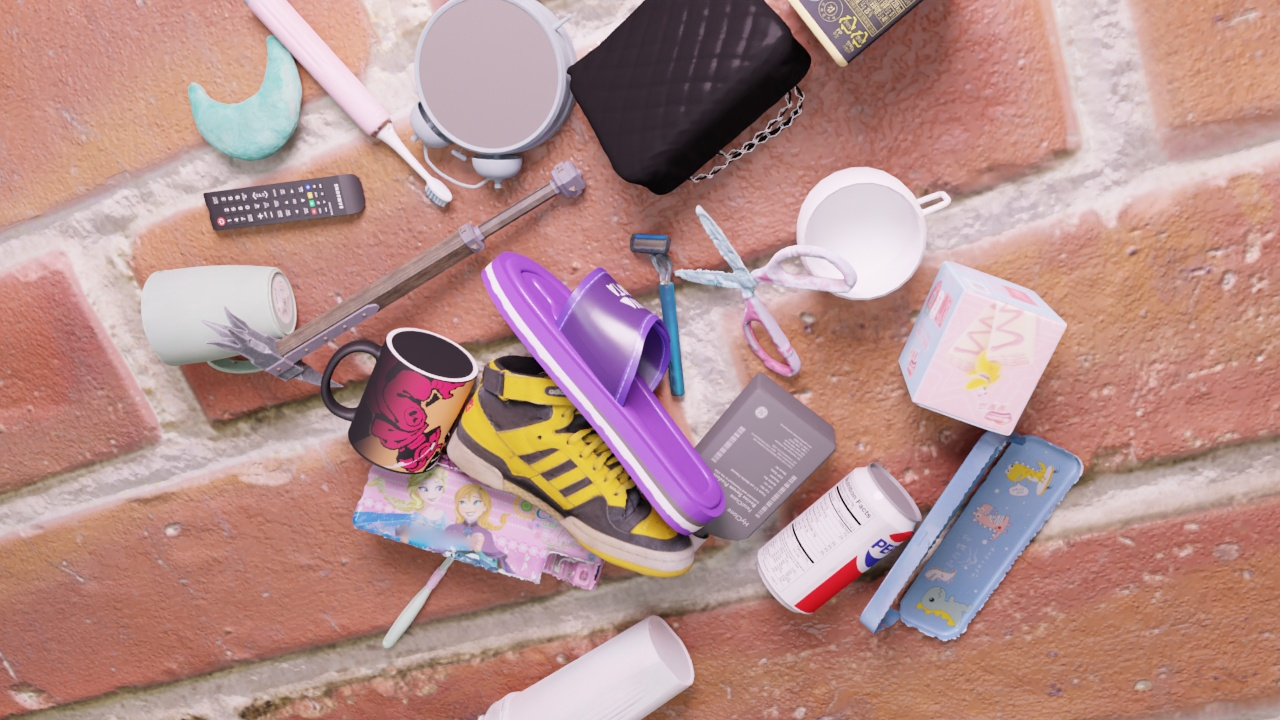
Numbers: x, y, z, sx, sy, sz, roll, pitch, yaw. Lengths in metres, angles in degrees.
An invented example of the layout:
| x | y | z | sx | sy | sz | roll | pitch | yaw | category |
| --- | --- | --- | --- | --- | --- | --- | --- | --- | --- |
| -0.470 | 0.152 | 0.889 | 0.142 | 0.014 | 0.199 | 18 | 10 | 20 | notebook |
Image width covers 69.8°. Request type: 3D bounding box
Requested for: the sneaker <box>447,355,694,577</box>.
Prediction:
| x | y | z | sx | sy | sz | roll | pitch | yaw | category |
| --- | --- | --- | --- | --- | --- | --- | --- | --- | --- |
| -0.045 | 0.076 | 0.767 | 0.238 | 0.085 | 0.122 | 26 | 113 | 14 | sneaker |

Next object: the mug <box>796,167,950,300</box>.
| x | y | z | sx | sy | sz | roll | pitch | yaw | category |
| --- | --- | --- | --- | --- | --- | --- | --- | --- | --- |
| 0.175 | -0.101 | 0.692 | 0.116 | 0.068 | 0.094 | -22 | 104 | 16 | mug |

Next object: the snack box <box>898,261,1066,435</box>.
| x | y | z | sx | sy | sz | roll | pitch | yaw | category |
| --- | --- | --- | --- | --- | --- | --- | --- | --- | --- |
| 0.255 | -0.011 | 0.697 | 0.079 | 0.092 | 0.095 | 20 | 110 | 2 | snack box |

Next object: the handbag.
| x | y | z | sx | sy | sz | roll | pitch | yaw | category |
| --- | --- | --- | --- | --- | --- | --- | --- | --- | --- |
| 0.037 | -0.212 | 0.681 | 0.154 | 0.114 | 0.125 | -39 | 75 | 22 | handbag |

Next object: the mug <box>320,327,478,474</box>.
| x | y | z | sx | sy | sz | roll | pitch | yaw | category |
| --- | --- | --- | --- | --- | --- | --- | --- | --- | --- |
| -0.213 | 0.029 | 0.787 | 0.118 | 0.081 | 0.098 | 21 | 112 | -18 | mug |

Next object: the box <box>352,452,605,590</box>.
| x | y | z | sx | sy | sz | roll | pitch | yaw | category |
| --- | --- | --- | --- | --- | --- | --- | --- | --- | --- |
| -0.142 | 0.145 | 0.828 | 0.230 | 0.070 | 0.085 | 16 | 111 | 4 | box |

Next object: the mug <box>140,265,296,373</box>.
| x | y | z | sx | sy | sz | roll | pitch | yaw | category |
| --- | --- | --- | --- | --- | --- | --- | --- | --- | --- |
| -0.358 | -0.032 | 0.804 | 0.104 | 0.084 | 0.111 | -8 | 136 | -1 | mug |

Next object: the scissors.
| x | y | z | sx | sy | sz | roll | pitch | yaw | category |
| --- | --- | --- | --- | --- | --- | --- | --- | --- | --- |
| 0.099 | -0.053 | 0.707 | 0.177 | 0.013 | 0.170 | -2 | 129 | 51 | scissors |

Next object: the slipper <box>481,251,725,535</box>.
| x | y | z | sx | sy | sz | roll | pitch | yaw | category |
| --- | --- | --- | --- | --- | --- | --- | --- | --- | --- |
| -0.005 | 0.004 | 0.724 | 0.084 | 0.107 | 0.266 | -38 | 86 | 19 | slipper |

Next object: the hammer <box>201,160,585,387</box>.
| x | y | z | sx | sy | sz | roll | pitch | yaw | category |
| --- | --- | --- | --- | --- | --- | --- | --- | --- | --- |
| -0.182 | -0.072 | 0.760 | 0.317 | 0.147 | 0.028 | -29 | 60 | 9 | hammer |

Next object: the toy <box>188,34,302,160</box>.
| x | y | z | sx | sy | sz | roll | pitch | yaw | category |
| --- | --- | --- | --- | --- | --- | --- | --- | --- | --- |
| -0.320 | -0.209 | 0.757 | 0.105 | 0.033 | 0.085 | -24 | 90 | 14 | toy |

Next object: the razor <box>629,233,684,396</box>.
| x | y | z | sx | sy | sz | roll | pitch | yaw | category |
| --- | --- | --- | --- | --- | --- | --- | --- | --- | --- |
| 0.022 | -0.037 | 0.766 | 0.042 | 0.022 | 0.144 | 12 | 121 | 45 | razor |

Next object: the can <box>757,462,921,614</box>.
| x | y | z | sx | sy | sz | roll | pitch | yaw | category |
| --- | --- | --- | --- | --- | --- | --- | --- | --- | --- |
| 0.167 | 0.152 | 0.780 | 0.070 | 0.070 | 0.132 | 43 | 110 | -7 | can |

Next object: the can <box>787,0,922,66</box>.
| x | y | z | sx | sy | sz | roll | pitch | yaw | category |
| --- | --- | --- | --- | --- | --- | --- | --- | --- | --- |
| 0.154 | -0.256 | 0.610 | 0.101 | 0.130 | 0.072 | -38 | 99 | 21 | can |

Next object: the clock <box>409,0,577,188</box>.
| x | y | z | sx | sy | sz | roll | pitch | yaw | category |
| --- | --- | --- | --- | --- | --- | --- | --- | --- | --- |
| -0.118 | -0.211 | 0.715 | 0.122 | 0.045 | 0.159 | 30 | 110 | -1 | clock |

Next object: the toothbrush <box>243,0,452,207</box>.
| x | y | z | sx | sy | sz | roll | pitch | yaw | category |
| --- | --- | --- | --- | --- | --- | --- | --- | --- | --- |
| -0.232 | -0.211 | 0.742 | 0.222 | 0.027 | 0.027 | 48 | 143 | -8 | toothbrush |

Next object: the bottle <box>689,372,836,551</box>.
| x | y | z | sx | sy | sz | roll | pitch | yaw | category |
| --- | --- | --- | --- | --- | --- | --- | --- | --- | --- |
| 0.080 | 0.103 | 0.790 | 0.084 | 0.046 | 0.174 | 37 | 111 | -5 | bottle |

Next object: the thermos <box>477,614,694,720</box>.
| x | y | z | sx | sy | sz | roll | pitch | yaw | category |
| --- | --- | --- | --- | --- | --- | --- | --- | --- | --- |
| -0.057 | 0.330 | 0.869 | 0.221 | 0.099 | 0.099 | -37 | 100 | 14 | thermos |

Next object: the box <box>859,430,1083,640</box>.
| x | y | z | sx | sy | sz | roll | pitch | yaw | category |
| --- | --- | --- | --- | --- | --- | --- | --- | --- | --- |
| 0.272 | 0.149 | 0.776 | 0.124 | 0.043 | 0.210 | 14 | 114 | -30 | box |

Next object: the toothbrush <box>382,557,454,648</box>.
| x | y | z | sx | sy | sz | roll | pitch | yaw | category |
| --- | --- | --- | --- | --- | --- | --- | --- | --- | --- |
| -0.214 | 0.232 | 0.900 | 0.022 | 0.015 | 0.155 | 48 | 113 | 24 | toothbrush |

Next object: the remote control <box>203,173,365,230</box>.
| x | y | z | sx | sy | sz | roll | pitch | yaw | category |
| --- | --- | --- | --- | --- | --- | --- | --- | --- | --- |
| -0.308 | -0.136 | 0.787 | 0.147 | 0.015 | 0.033 | -5 | 108 | 11 | remote control |
